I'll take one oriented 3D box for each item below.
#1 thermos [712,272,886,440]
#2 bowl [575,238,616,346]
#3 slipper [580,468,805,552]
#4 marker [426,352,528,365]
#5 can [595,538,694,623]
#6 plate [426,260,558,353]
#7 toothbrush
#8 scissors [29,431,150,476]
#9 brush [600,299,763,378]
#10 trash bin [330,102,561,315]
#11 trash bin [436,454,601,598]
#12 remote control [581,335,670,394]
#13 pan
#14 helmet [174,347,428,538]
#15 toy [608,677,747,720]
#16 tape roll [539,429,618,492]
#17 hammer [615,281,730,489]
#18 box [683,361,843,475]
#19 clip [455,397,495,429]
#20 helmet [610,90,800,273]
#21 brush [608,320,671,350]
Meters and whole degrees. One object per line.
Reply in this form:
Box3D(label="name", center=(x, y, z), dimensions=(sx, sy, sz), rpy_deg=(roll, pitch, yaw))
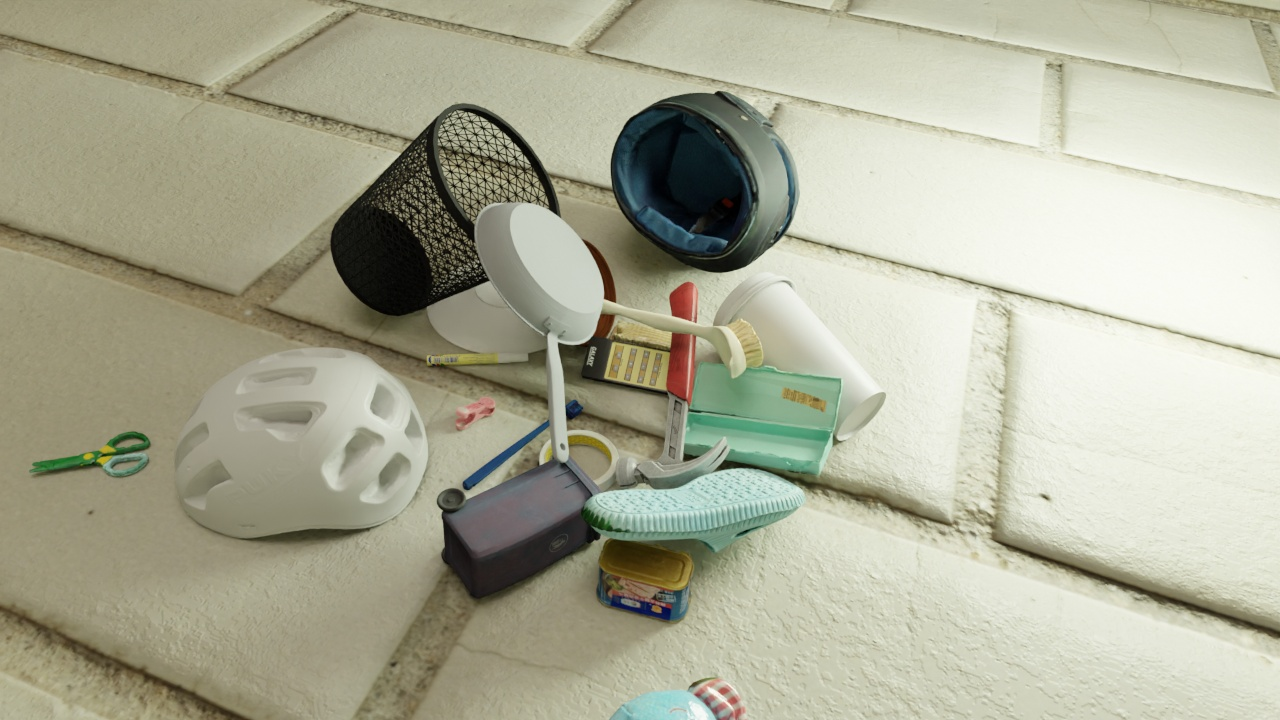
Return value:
Box3D(label="thermos", center=(0.205, -0.003, 1.178), dimensions=(0.131, 0.132, 0.222), rpy_deg=(-25, 57, -29))
Box3D(label="bowl", center=(-0.102, -0.088, 1.248), dimensions=(0.069, 0.147, 0.146), rpy_deg=(-7, 33, 33))
Box3D(label="slipper", center=(0.063, 0.168, 0.978), dimensions=(0.275, 0.069, 0.116), rpy_deg=(-3, 10, -32))
Box3D(label="marker", center=(-0.216, -0.002, 1.220), dimensions=(0.132, 0.014, 0.014), rpy_deg=(-2, 42, -6))
Box3D(label="can", center=(0.005, 0.225, 0.947), dimensions=(0.100, 0.059, 0.053), rpy_deg=(12, 42, 9))
Box3D(label="plate", center=(-0.190, -0.093, 1.311), dimensions=(0.229, 0.030, 0.228), rpy_deg=(2, 42, -2))
Box3D(label="toothbrush", center=(-0.138, 0.101, 1.109), dimensions=(0.017, 0.016, 0.189), rpy_deg=(36, 51, 23))
Box3D(label="scissors", center=(-0.635, 0.119, 1.058), dimensions=(0.130, 0.014, 0.071), rpy_deg=(-14, 44, -20))
Box3D(label="brush", center=(0.034, -0.043, 1.144), dimensions=(0.272, 0.062, 0.077), rpy_deg=(20, 37, 33))
Box3D(label="trash bin", center=(-0.268, -0.180, 1.214), dimensions=(0.244, 0.217, 0.216), rpy_deg=(-25, 30, 32))
Box3D(label="trash bin", center=(-0.125, 0.170, 0.976), dimensions=(0.160, 0.094, 0.092), rpy_deg=(-23, 48, -30))
Box3D(label="remote control", center=(-0.007, 0.007, 1.203), dimensions=(0.133, 0.013, 0.058), rpy_deg=(10, 75, 8))
Box3D(label="pan", center=(-0.102, -0.047, 1.065), dimensions=(0.200, 0.051, 0.356), rpy_deg=(26, 40, -44))
Box3D(label="helmet", center=(-0.395, 0.088, 1.046), dimensions=(0.283, 0.184, 0.223), rpy_deg=(-10, 35, 16))
Box3D(label="toy", center=(0.032, 0.365, 0.765), dimensions=(0.183, 0.115, 0.180), rpy_deg=(-27, 61, -17))
Box3D(label="tape roll", center=(-0.073, 0.122, 1.087), dimensions=(0.094, 0.019, 0.093), rpy_deg=(2, 42, -2))
Box3D(label="hammer", center=(0.051, 0.020, 1.139), dimensions=(0.126, 0.036, 0.314), rpy_deg=(-7, 47, 17))
Box3D(label="box", center=(0.141, 0.069, 1.108), dimensions=(0.187, 0.057, 0.137), rpy_deg=(8, 51, 25))
Box3D(label="clip", center=(-0.207, 0.060, 1.136), dimensions=(0.060, 0.044, 0.023), rpy_deg=(-41, 60, -22))
Box3D(label="helmet", center=(0.120, -0.258, 1.362), dimensions=(0.235, 0.249, 0.316), rpy_deg=(2, 31, -49))
Box3D(label="brush", center=(0.012, -0.022, 1.239), dimensions=(0.117, 0.039, 0.049), rpy_deg=(14, 42, 8))
